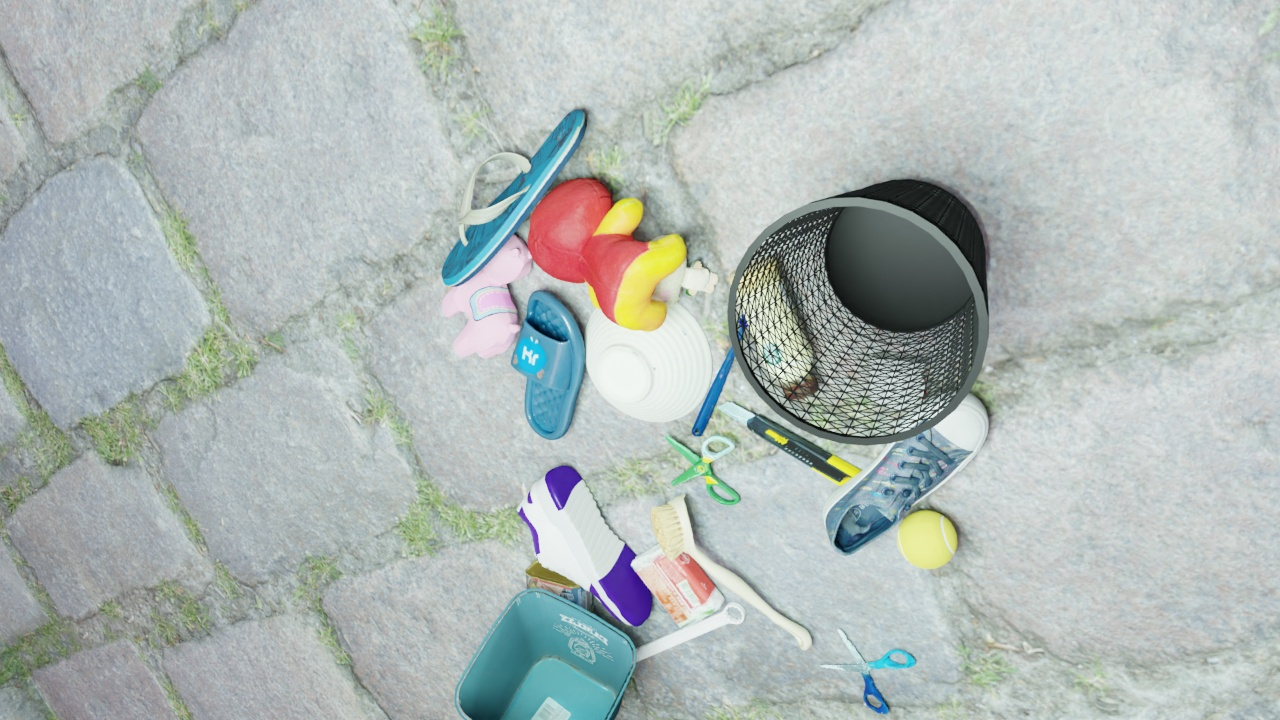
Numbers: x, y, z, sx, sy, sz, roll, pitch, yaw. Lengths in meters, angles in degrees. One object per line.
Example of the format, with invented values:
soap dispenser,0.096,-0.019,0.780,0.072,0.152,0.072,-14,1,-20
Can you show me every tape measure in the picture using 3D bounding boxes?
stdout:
tape measure,0.284,0.023,1.011,0.060,0.020,0.062,7,113,25

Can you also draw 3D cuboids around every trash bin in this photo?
trash bin,-0.121,0.467,1.272,0.197,0.198,0.219,25,149,16
trash bin,0.227,-0.069,0.869,0.217,0.242,0.217,10,114,23

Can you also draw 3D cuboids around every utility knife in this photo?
utility knife,0.182,0.101,1.098,0.203,0.020,0.029,30,119,15

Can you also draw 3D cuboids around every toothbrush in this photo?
toothbrush,0.098,0.016,1.105,0.016,0.017,0.190,30,121,15

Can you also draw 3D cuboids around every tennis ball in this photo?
tennis ball,0.324,0.202,1.037,0.065,0.065,0.065,10,114,23

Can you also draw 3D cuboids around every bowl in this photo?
bowl,-0.007,0.007,1.123,0.177,0.070,0.177,10,114,23

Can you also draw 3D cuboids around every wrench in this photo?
wrench,0.041,0.396,1.295,0.274,0.009,0.047,-34,92,33

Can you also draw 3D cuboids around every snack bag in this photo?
snack bag,0.050,0.298,1.234,0.077,0.036,0.116,-38,91,34

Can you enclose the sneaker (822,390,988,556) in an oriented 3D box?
sneaker,0.290,0.134,1.005,0.087,0.079,0.236,36,118,-6

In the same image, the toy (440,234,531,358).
toy,-0.187,-0.080,1.172,0.158,0.067,0.123,-38,65,32

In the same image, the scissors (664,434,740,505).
scissors,0.081,0.133,1.157,0.125,0.011,0.132,40,130,1

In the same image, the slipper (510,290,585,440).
slipper,-0.121,0.014,1.182,0.104,0.059,0.214,27,126,33

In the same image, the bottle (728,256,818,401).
bottle,0.154,-0.033,1.033,0.057,0.056,0.162,-18,101,31

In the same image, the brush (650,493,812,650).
brush,0.116,0.279,1.183,0.272,0.062,0.077,43,85,0

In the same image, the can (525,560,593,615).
can,-0.117,0.331,1.324,0.100,0.053,0.059,9,112,23

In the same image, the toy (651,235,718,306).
toy,0.030,-0.103,1.076,0.112,0.050,0.087,22,118,23

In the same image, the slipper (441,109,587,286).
slipper,-0.171,-0.194,1.100,0.060,0.118,0.296,29,124,-29

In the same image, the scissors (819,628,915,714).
scissors,0.289,0.398,1.166,0.128,0.014,0.133,-8,107,30

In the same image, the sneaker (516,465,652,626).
sneaker,-0.087,0.271,1.264,0.111,0.091,0.244,-32,89,33

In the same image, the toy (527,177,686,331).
toy,-0.049,-0.128,1.051,0.216,0.098,0.148,39,121,33
